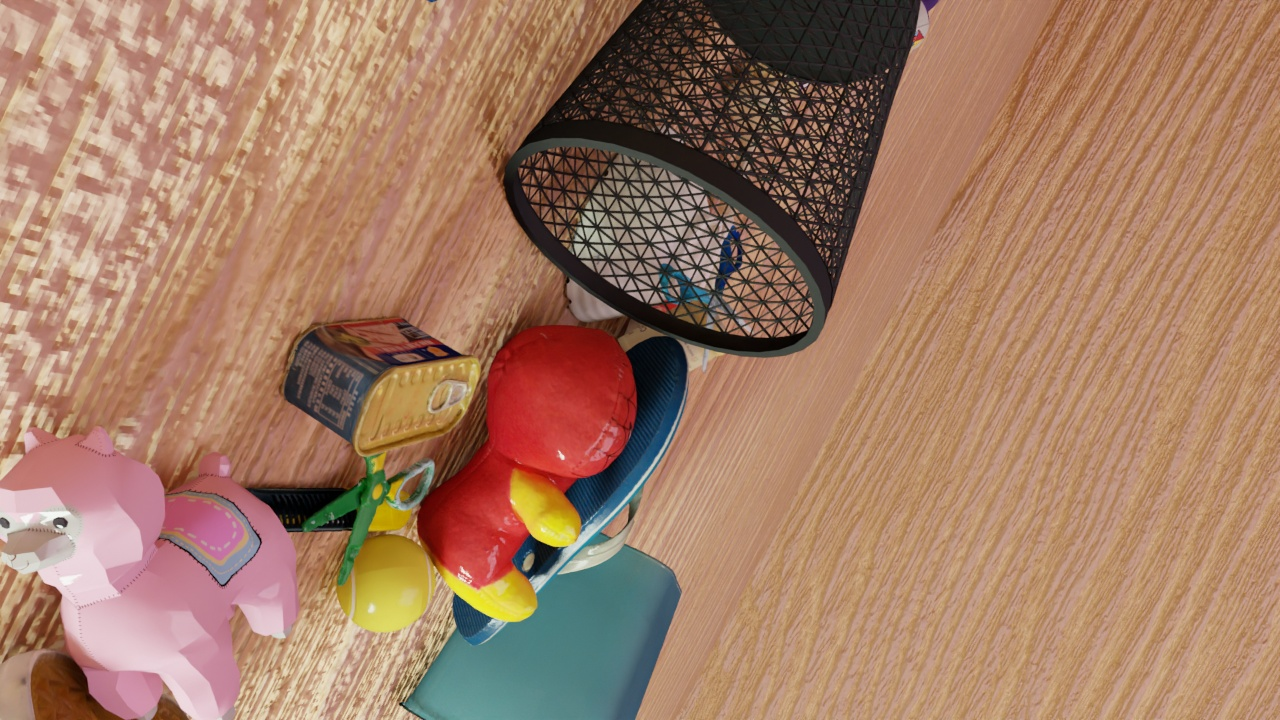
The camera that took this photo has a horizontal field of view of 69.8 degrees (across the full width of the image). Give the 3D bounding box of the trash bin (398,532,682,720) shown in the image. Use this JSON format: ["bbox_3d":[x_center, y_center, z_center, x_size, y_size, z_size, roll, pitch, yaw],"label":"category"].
[{"bbox_3d":[-0.076,0.280,0.884,0.218,0.197,0.199,-62,163,-19],"label":"trash bin"}]

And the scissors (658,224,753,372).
[{"bbox_3d":[0.059,-0.055,0.731,0.127,0.014,0.132,36,60,-39],"label":"scissors"}]

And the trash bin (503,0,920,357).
[{"bbox_3d":[0.065,-0.163,0.607,0.242,0.217,0.217,-62,162,-19],"label":"trash bin"}]

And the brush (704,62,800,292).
[{"bbox_3d":[0.090,-0.166,0.890,0.077,0.062,0.273,-39,155,-37],"label":"brush"}]

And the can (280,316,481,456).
[{"bbox_3d":[-0.144,0.012,0.518,0.099,0.059,0.054,-13,128,-65],"label":"can"}]

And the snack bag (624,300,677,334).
[{"bbox_3d":[0.010,-0.021,0.863,0.115,0.036,0.077,-52,164,-68],"label":"snack bag"}]

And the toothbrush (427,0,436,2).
[{"bbox_3d":[-0.052,-0.254,0.451,0.189,0.017,0.016,-59,160,-8],"label":"toothbrush"}]

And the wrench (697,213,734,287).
[{"bbox_3d":[0.036,-0.025,0.930,0.047,0.009,0.274,-112,-141,-54],"label":"wrench"}]

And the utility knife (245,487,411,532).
[{"bbox_3d":[-0.194,0.090,0.560,0.174,0.020,0.028,28,70,-70],"label":"utility knife"}]

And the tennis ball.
[{"bbox_3d":[-0.173,0.151,0.625,0.065,0.065,0.065,-50,158,-30],"label":"tennis ball"}]

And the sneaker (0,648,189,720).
[{"bbox_3d":[-0.279,0.209,0.451,0.079,0.087,0.236,-20,148,-15],"label":"sneaker"}]

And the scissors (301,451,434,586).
[{"bbox_3d":[-0.167,0.082,0.585,0.127,0.011,0.125,39,65,-66],"label":"scissors"}]

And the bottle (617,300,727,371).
[{"bbox_3d":[-0.005,0.005,0.775,0.162,0.056,0.056,-29,159,2],"label":"bottle"}]

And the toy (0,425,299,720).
[{"bbox_3d":[-0.218,0.089,0.415,0.123,0.067,0.158,-73,159,-61],"label":"toy"}]

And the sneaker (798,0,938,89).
[{"bbox_3d":[0.214,-0.320,0.891,0.243,0.111,0.092,-51,158,-29],"label":"sneaker"}]

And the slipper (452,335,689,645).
[{"bbox_3d":[-0.045,0.113,0.721,0.060,0.118,0.295,32,105,-30],"label":"slipper"}]

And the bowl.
[{"bbox_3d":[0.017,-0.098,0.760,0.176,0.071,0.178,-51,158,-30],"label":"bowl"}]

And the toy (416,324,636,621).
[{"bbox_3d":[-0.082,0.070,0.669,0.098,0.147,0.216,25,96,-43],"label":"toy"}]
